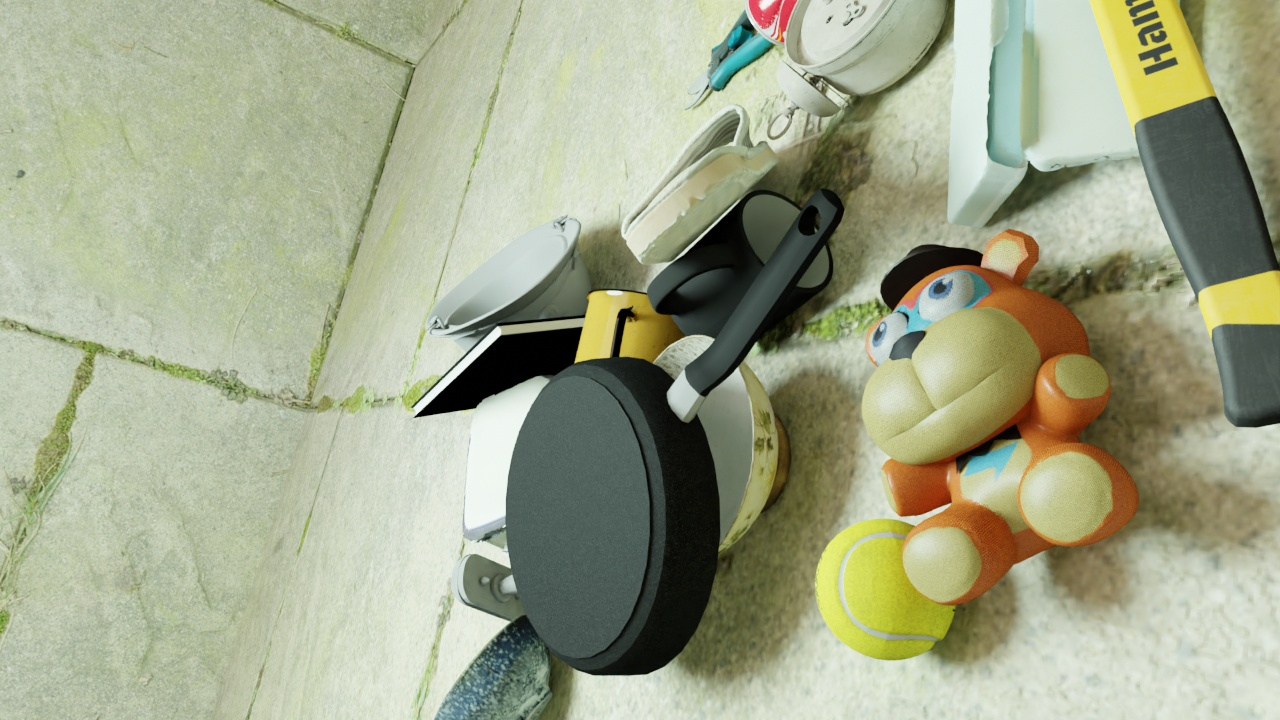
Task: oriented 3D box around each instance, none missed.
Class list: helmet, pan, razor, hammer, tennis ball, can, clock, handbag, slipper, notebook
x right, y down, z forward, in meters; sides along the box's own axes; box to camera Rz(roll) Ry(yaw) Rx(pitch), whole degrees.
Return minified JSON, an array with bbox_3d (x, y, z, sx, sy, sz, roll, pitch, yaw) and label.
[{"bbox_3d":[-0.109,-0.046,0.927,0.183,0.118,0.271,-41,20,-11],"label":"helmet"},{"bbox_3d":[0.006,0.044,0.549,0.357,0.044,0.204,-58,43,33],"label":"pan"},{"bbox_3d":[-0.091,0.187,0.792,0.116,0.088,0.047,-25,48,31],"label":"razor"},{"bbox_3d":[0.215,-0.125,0.392,0.170,0.034,0.323,-16,62,25],"label":"hammer"},{"bbox_3d":[0.116,0.108,0.435,0.066,0.065,0.065,-42,38,44],"label":"tennis ball"},{"bbox_3d":[0.129,-0.287,0.677,0.105,0.064,0.064,-36,42,49],"label":"can"},{"bbox_3d":[0.140,-0.209,0.612,0.157,0.061,0.103,-50,33,21],"label":"clock"},{"bbox_3d":[-0.075,0.088,0.836,0.176,0.074,0.151,-27,48,30],"label":"handbag"},{"bbox_3d":[0.038,-0.114,0.606,0.115,0.054,0.272,-47,1,18],"label":"slipper"},{"bbox_3d":[-0.109,0.005,0.855,0.207,0.148,0.016,-35,69,50],"label":"notebook"}]

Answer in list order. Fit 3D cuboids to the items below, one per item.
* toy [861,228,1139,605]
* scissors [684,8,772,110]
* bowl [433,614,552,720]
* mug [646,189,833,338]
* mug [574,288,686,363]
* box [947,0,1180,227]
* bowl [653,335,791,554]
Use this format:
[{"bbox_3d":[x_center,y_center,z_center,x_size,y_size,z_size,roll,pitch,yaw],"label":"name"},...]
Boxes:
[{"bbox_3d":[0.152,0.018,0.411,0.112,0.096,0.175,-44,25,37],"label":"toy"},{"bbox_3d":[0.085,-0.275,0.808,0.156,0.019,0.124,-62,26,20],"label":"scissors"},{"bbox_3d":[-0.108,0.272,0.749,0.114,0.061,0.114,-50,-14,-18],"label":"bowl"},{"bbox_3d":[0.057,-0.055,0.608,0.088,0.113,0.078,-41,65,46],"label":"mug"},{"bbox_3d":[-0.004,0.004,0.681,0.123,0.100,0.094,43,-121,-72],"label":"mug"},{"bbox_3d":[0.211,-0.176,0.476,0.126,0.074,0.197,-7,68,40],"label":"box"},{"bbox_3d":[0.050,0.060,0.587,0.146,0.063,0.145,-26,59,53],"label":"bowl"}]
